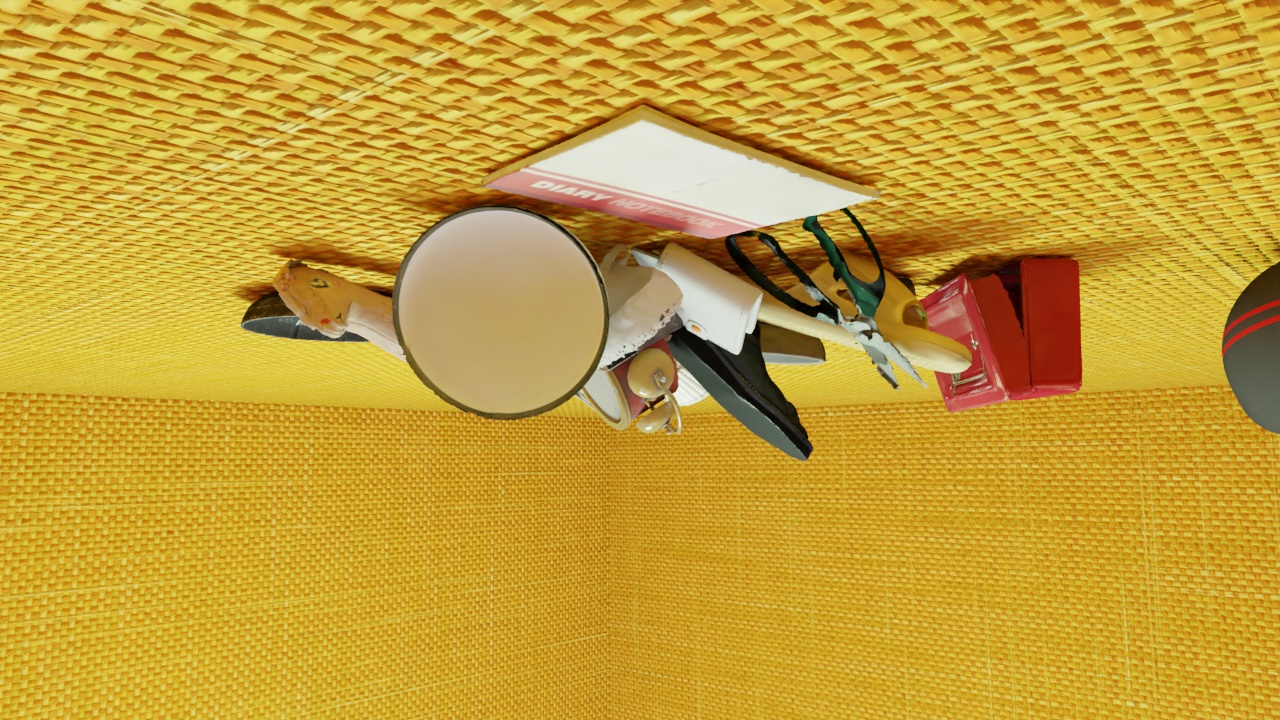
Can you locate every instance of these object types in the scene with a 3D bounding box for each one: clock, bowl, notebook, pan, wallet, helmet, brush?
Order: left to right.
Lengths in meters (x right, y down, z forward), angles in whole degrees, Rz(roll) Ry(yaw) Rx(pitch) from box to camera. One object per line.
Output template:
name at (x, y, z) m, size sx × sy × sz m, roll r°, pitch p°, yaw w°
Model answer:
pan at (-0.278, -0.042, 1.062) m, size 0.208 × 0.040 × 0.356 m, roll -6°, pitch 173°, yaw 38°
bowl at (-0.095, -0.040, 0.667) m, size 0.153 × 0.153 × 0.072 m, roll -1°, pitch -164°, yaw 5°
brush at (-0.034, -0.008, 0.789) m, size 0.151 × 0.039 × 0.012 m, roll -31°, pitch -156°, yaw -3°
clock at (-0.005, 0.005, 0.864) m, size 0.081 × 0.159 × 0.117 m, roll -32°, pitch 144°, yaw -18°
bowl at (0.042, -0.010, 1.084) m, size 0.116 × 0.115 × 0.062 m, roll -5°, pitch 157°, yaw 38°
notebook at (0.028, -0.110, 0.583) m, size 0.208 × 0.012 × 0.153 m, roll 6°, pitch 171°, yaw -41°
wallet at (0.045, -0.059, 0.790) m, size 0.115 × 0.037 × 0.118 m, roll 30°, pitch 167°, yaw 11°
pan at (0.074, -0.026, 1.230) m, size 0.358 × 0.041 × 0.178 m, roll 2°, pitch 176°, yaw 32°
helmet at (0.590, -0.020, 0.751) m, size 0.170 × 0.164 × 0.265 m, roll 11°, pitch 163°, yaw -4°

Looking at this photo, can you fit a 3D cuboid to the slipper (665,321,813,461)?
slipper at (0.095, -0.007, 0.918) m, size 0.265 × 0.083 × 0.109 m, roll 44°, pitch 169°, yaw -14°

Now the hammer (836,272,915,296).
hammer at (0.128, -0.057, 0.975) m, size 0.322 × 0.040 × 0.129 m, roll -3°, pitch 177°, yaw 32°

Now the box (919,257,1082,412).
box at (0.349, -0.022, 0.877) m, size 0.112 × 0.134 × 0.157 m, roll -11°, pitch 175°, yaw -3°

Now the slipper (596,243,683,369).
slipper at (-0.053, -0.048, 0.764) m, size 0.074 × 0.112 × 0.247 m, roll 40°, pitch 162°, yaw -30°

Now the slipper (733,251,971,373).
slipper at (0.174, -0.055, 0.817) m, size 0.262 × 0.079 × 0.111 m, roll 18°, pitch 179°, yaw 33°

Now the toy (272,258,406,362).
toy at (-0.236, -0.044, 0.886) m, size 0.264 × 0.065 × 0.196 m, roll 25°, pitch -165°, yaw -42°

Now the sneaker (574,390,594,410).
sneaker at (-0.049, 0.011, 1.053) m, size 0.097 × 0.128 × 0.263 m, roll -33°, pitch 173°, yaw -1°

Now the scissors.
scissors at (0.145, -0.041, 0.724) m, size 0.142 × 0.015 × 0.210 m, roll 3°, pitch 138°, yaw 44°
